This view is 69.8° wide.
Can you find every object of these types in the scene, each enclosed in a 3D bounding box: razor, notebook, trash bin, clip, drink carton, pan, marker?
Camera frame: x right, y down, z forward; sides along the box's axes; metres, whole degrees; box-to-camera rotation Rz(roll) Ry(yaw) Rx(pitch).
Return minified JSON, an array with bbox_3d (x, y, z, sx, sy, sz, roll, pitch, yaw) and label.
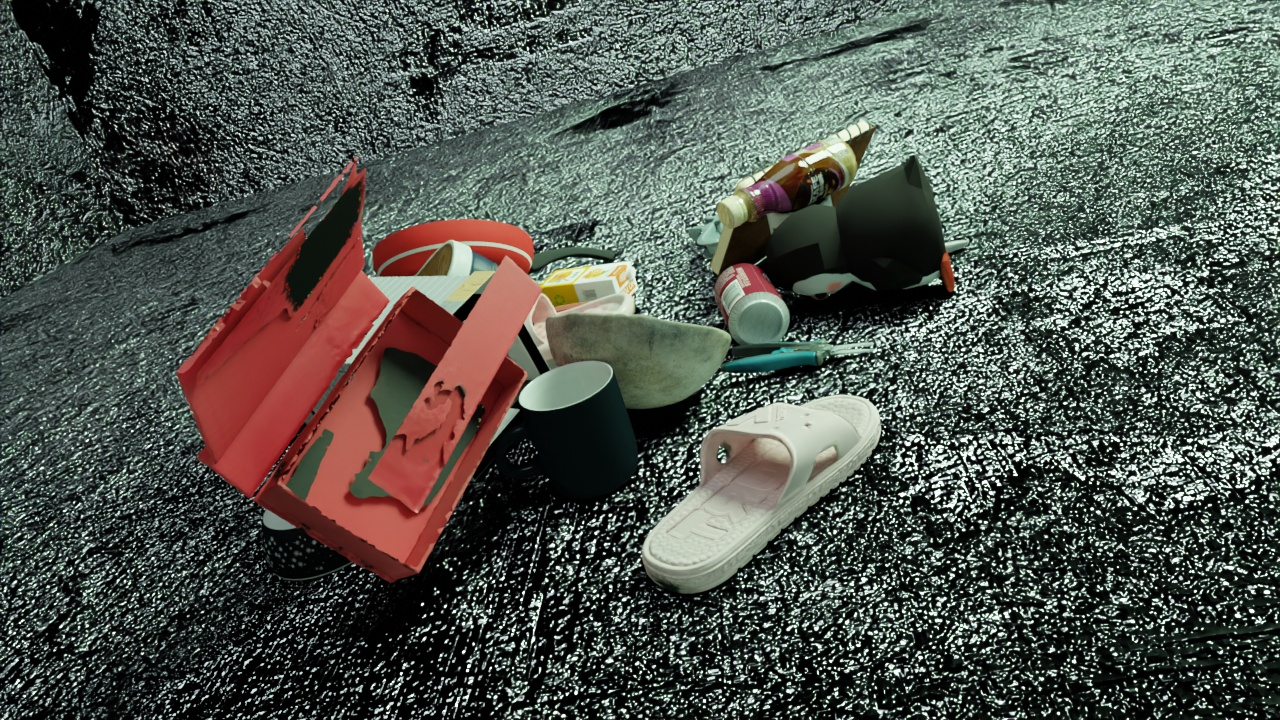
[{"bbox_3d":[0.189,-0.148,1.173,0.144,0.022,0.043,-30,26,-26],"label":"razor"},{"bbox_3d":[0.190,-0.205,1.146,0.225,0.168,0.024,-30,65,-27],"label":"notebook"},{"bbox_3d":[-0.244,0.009,0.950,0.247,0.142,0.142,4,43,39],"label":"trash bin"},{"bbox_3d":[0.140,-0.195,1.248,0.159,0.030,0.173,-30,18,3],"label":"clip"},{"bbox_3d":[-0.067,-0.095,1.211,0.123,0.040,0.058,-4,27,28],"label":"drink carton"},{"bbox_3d":[-0.184,-0.131,1.252,0.355,0.067,0.209,0,-16,-34],"label":"pan"},{"bbox_3d":[0.302,-0.115,1.038,0.138,0.016,0.022,-16,1,2],"label":"marker"}]

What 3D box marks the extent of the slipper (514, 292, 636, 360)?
[{"bbox_3d":[-0.112,-0.038,1.040,0.222,0.056,0.106,-12,26,15],"label":"slipper"}]

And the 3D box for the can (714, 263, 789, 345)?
[{"bbox_3d":[0.117,-0.060,0.982,0.063,0.063,0.114,-16,24,2],"label":"can"}]

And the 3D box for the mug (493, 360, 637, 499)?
[{"bbox_3d":[-0.068,0.068,0.794,0.121,0.094,0.085,-20,24,-5],"label":"mug"}]

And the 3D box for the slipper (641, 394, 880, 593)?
[{"bbox_3d":[0.089,0.080,0.701,0.238,0.064,0.094,-36,30,-32],"label":"slipper"}]

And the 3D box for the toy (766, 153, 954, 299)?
[{"bbox_3d":[0.221,-0.134,0.972,0.184,0.140,0.158,-13,36,17],"label":"toy"}]

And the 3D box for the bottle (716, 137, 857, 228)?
[{"bbox_3d":[0.160,-0.193,1.018,0.165,0.060,0.060,-27,26,-18],"label":"bottle"}]

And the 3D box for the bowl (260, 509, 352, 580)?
[{"bbox_3d":[-0.291,0.135,0.835,0.120,0.066,0.120,-15,24,6],"label":"bowl"}]

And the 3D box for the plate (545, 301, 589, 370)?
[{"bbox_3d":[-0.115,-0.011,1.084,0.230,0.021,0.229,-15,24,7],"label":"plate"}]

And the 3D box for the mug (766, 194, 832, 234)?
[{"bbox_3d":[0.197,-0.151,1.090,0.074,0.090,0.105,-8,26,19],"label":"mug"}]

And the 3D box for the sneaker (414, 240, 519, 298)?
[{"bbox_3d":[-0.244,-0.054,1.149,0.295,0.127,0.120,-27,51,47],"label":"sneaker"}]

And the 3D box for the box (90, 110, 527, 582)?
[{"bbox_3d":[-0.239,0.001,0.701,0.121,0.318,0.210,-2,47,35],"label":"box"}]

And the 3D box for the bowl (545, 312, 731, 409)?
[{"bbox_3d":[-0.005,0.005,0.872,0.178,0.081,0.178,5,-7,0],"label":"bowl"}]

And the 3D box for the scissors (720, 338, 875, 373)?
[{"bbox_3d":[0.146,-0.004,0.898,0.148,0.019,0.123,-18,19,-15],"label":"scissors"}]
